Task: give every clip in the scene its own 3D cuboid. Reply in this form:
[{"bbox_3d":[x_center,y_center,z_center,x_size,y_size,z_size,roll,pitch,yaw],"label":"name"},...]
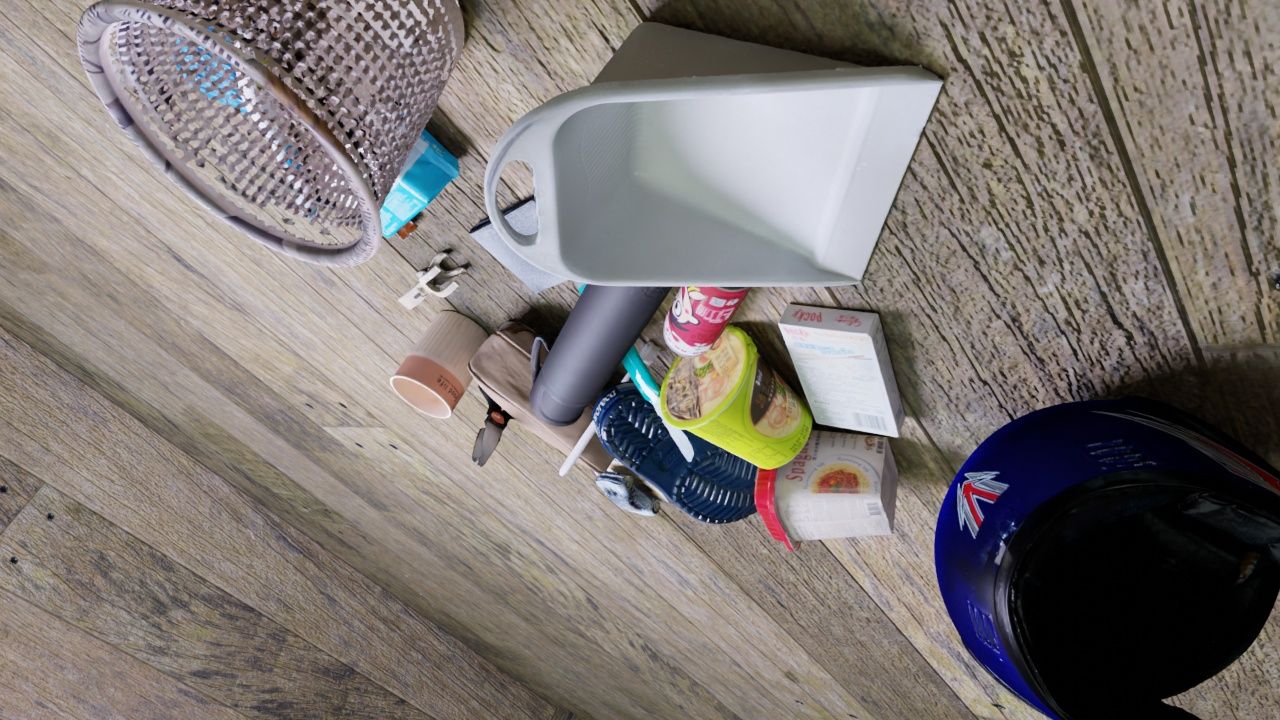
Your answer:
[{"bbox_3d":[-0.232,-0.089,1.024,0.035,0.074,0.101,40,146,-23],"label":"clip"}]

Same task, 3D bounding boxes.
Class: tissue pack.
[{"bbox_3d":[-0.233,-0.176,0.853,0.090,0.063,0.140,41,148,-20],"label":"tissue pack"}]

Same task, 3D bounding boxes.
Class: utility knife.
[{"bbox_3d":[-0.005,0.005,0.910,0.029,0.013,0.219,-35,85,48],"label":"utility knife"}]

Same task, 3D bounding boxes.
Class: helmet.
[{"bbox_3d":[0.381,0.167,0.690,0.315,0.247,0.240,30,-168,7],"label":"helmet"}]

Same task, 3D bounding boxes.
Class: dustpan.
[{"bbox_3d":[0.035,-0.113,0.643,0.258,0.142,0.223,23,152,11],"label":"dustpan"}]

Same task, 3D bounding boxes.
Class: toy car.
[{"bbox_3d":[-0.016,0.174,1.177,0.049,0.031,0.105,4,150,42],"label":"toy car"}]

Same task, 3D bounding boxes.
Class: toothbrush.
[{"bbox_3d":[-0.035,0.055,0.982,0.016,0.180,0.016,32,-166,-15],"label":"toothbrush"}]

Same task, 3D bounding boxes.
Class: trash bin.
[{"bbox_3d":[-0.237,-0.212,0.660,0.227,0.191,0.228,22,152,12],"label":"trash bin"}]

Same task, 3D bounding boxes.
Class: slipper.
[{"bbox_3d":[0.046,0.095,1.005,0.252,0.105,0.095,29,-163,-31],"label":"slipper"}]

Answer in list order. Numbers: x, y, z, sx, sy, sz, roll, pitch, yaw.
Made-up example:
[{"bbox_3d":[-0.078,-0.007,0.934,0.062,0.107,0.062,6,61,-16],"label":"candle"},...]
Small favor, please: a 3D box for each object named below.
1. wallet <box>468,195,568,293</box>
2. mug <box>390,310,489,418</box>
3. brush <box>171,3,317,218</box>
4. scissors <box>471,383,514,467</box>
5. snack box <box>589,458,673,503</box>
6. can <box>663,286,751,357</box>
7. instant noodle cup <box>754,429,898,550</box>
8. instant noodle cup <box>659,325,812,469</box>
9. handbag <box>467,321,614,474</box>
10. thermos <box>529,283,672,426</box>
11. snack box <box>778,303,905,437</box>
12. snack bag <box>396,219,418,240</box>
[{"bbox_3d":[-0.101,-0.111,0.895,0.097,0.019,0.121,41,148,-27],"label":"wallet"},{"bbox_3d":[-0.239,0.012,1.125,0.082,0.105,0.115,21,151,14],"label":"mug"},{"bbox_3d":[-0.374,-0.240,0.891,0.109,0.060,0.315,27,155,-5],"label":"brush"},{"bbox_3d":[-0.153,0.071,1.073,0.139,0.234,0.022,27,113,-30],"label":"scissors"},{"bbox_3d":[-0.020,0.130,1.182,0.113,0.053,0.126,8,146,32],"label":"snack box"},{"bbox_3d":[0.059,-0.052,0.811,0.053,0.053,0.133,28,152,1],"label":"can"},{"bbox_3d":[0.194,0.128,0.942,0.124,0.116,0.117,-2,142,26],"label":"instant noodle cup"},{"bbox_3d":[0.101,0.044,0.891,0.123,0.111,0.112,35,152,-32],"label":"instant noodle cup"},{"bbox_3d":[-0.101,0.037,1.054,0.204,0.099,0.148,42,175,-26],"label":"handbag"},{"bbox_3d":[-0.049,-0.032,0.869,0.090,0.068,0.243,51,138,13],"label":"thermos"},{"bbox_3d":[0.185,0.012,0.833,0.085,0.026,0.157,9,147,32],"label":"snack box"},{"bbox_3d":[-0.279,-0.165,0.953,0.105,0.026,0.045,38,147,-22],"label":"snack bag"}]
